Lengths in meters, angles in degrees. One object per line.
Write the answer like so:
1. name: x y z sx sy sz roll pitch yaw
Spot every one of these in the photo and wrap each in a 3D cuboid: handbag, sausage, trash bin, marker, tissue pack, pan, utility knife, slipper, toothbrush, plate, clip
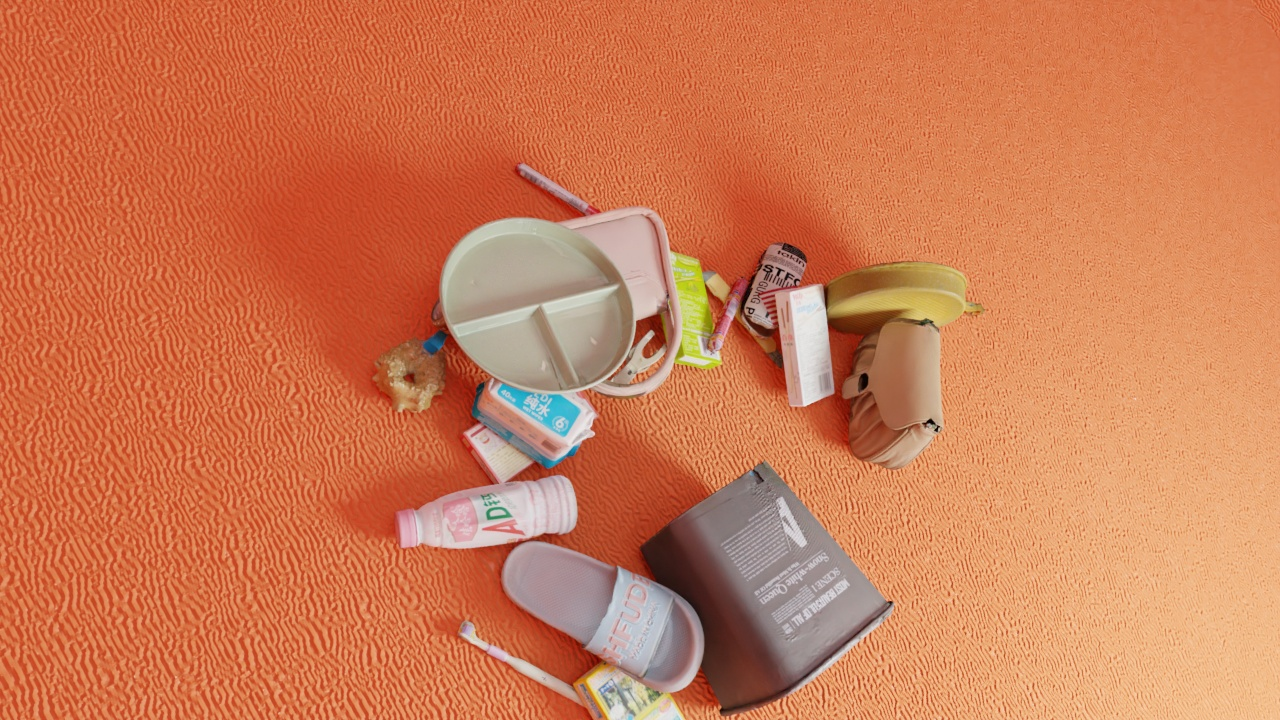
1. handbag: -0.039 -0.065 1.141 0.193 0.093 0.234 -18 76 -16
2. sausage: 0.118 -0.063 1.245 0.020 0.020 0.155 33 50 -9
3. trash bin: 0.133 0.257 1.061 0.198 0.199 0.219 -27 77 -30
4. marker: -0.103 -0.222 1.227 0.145 0.017 0.017 32 60 0
5. tissue pack: -0.123 0.060 1.044 0.140 0.090 0.063 35 58 -5
6. pan: 0.411 -0.083 1.338 0.356 0.198 0.078 16 68 -41
7. utility knife: 0.146 -0.060 1.284 0.176 0.019 0.030 47 62 0
8. slipper: -0.042 0.268 1.001 0.245 0.074 0.104 24 72 12
9. toothbrush: -0.117 0.341 1.010 0.189 0.029 0.020 34 103 -10
10. plate: -0.115 -0.062 1.040 0.230 0.028 0.229 12 58 -19
11. handbag: 0.343 0.040 1.256 0.099 0.148 0.204 19 59 -19
12. clip: -0.011 0.009 1.186 0.034 0.077 0.103 43 70 -5

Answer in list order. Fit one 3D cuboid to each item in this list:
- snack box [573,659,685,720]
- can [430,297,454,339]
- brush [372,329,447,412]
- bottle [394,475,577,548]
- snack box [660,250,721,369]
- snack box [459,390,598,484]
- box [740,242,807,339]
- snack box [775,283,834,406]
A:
1. snack box: -0.004 0.394 1.022 0.086 0.034 0.140 -27 85 -43
2. can: -0.173 -0.029 1.080 0.147 0.058 0.057 36 57 -33
3. brush: -0.228 -0.040 1.099 0.083 0.046 0.253 36 55 -6
4. bottle: -0.172 0.173 1.026 0.196 0.068 0.068 -5 72 -21
5. snack box: 0.060 -0.069 1.226 0.085 0.026 0.156 9 64 -50
6. snack box: -0.132 0.080 1.101 0.155 0.027 0.077 -34 87 -30
7. box: 0.181 -0.098 1.301 0.075 0.076 0.163 25 56 -1
8. snack box: 0.226 -0.022 1.253 0.084 0.027 0.157 -16 100 -47
